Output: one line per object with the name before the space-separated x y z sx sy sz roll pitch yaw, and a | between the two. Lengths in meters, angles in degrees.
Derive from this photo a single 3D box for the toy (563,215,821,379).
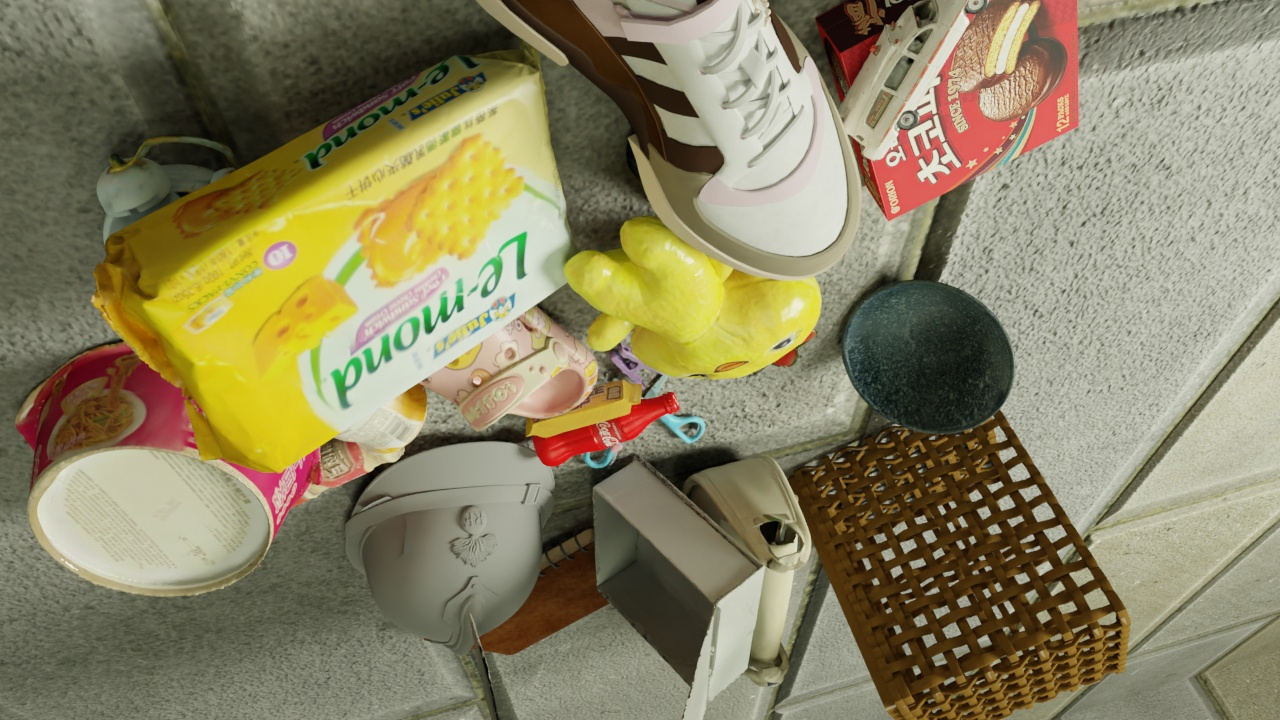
toy | 0.039 -0.040 0.594 0.134 0.092 0.207 -25 160 29

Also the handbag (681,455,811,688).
handbag | 0.118 0.184 0.875 0.131 0.184 0.229 -15 131 -12

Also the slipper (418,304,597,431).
slipper | -0.096 0.006 0.621 0.093 0.081 0.197 -37 142 21

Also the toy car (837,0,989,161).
toy car | 0.141 -0.163 0.484 0.039 0.039 0.113 16 134 -9

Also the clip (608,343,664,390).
clip | -0.003 0.003 0.712 0.032 0.013 0.051 -37 133 15

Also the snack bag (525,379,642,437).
snack bag | -0.046 0.037 0.716 0.099 0.026 0.020 -16 132 15

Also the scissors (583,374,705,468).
scissors | 0.011 0.052 0.785 0.129 0.015 0.135 8 138 -30

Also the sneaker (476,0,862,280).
sneaker | 0.038 -0.133 0.416 0.111 0.116 0.294 -48 125 -3

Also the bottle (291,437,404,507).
bottle | -0.232 0.075 0.681 0.109 0.044 0.044 -24 143 6

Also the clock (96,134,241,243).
clock | -0.238 -0.068 0.483 0.083 0.057 0.118 0 132 -24

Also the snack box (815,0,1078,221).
snack box | 0.191 -0.172 0.555 0.133 0.035 0.152 -26 143 10

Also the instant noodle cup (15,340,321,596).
instant noodle cup | -0.303 0.080 0.589 0.178 0.077 0.179 -5 130 -7

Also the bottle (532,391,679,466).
bottle | -0.027 0.051 0.736 0.119 0.036 0.036 -20 144 11

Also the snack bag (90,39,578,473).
snack bag | -0.143 -0.053 0.476 0.246 0.068 0.160 -35 151 -21

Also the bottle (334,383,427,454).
bottle | -0.194 0.020 0.609 0.063 0.063 0.109 -32 142 16

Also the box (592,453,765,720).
box | 0.011 0.257 0.759 0.165 0.329 0.167 7 132 8

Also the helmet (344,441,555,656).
helmet | -0.155 0.185 0.790 0.183 0.117 0.272 -2 145 -22

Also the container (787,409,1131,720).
container | 0.314 0.213 0.924 0.214 0.251 0.219 -27 143 10

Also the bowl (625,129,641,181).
bowl | 0.051 -0.119 0.545 0.110 0.055 0.110 -13 143 -10

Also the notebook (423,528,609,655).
notebook | -0.101 0.248 0.972 0.226 0.024 0.167 -32 146 16

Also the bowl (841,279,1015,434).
bowl | 0.239 -0.013 0.748 0.057 0.137 0.137 -42 166 -47
